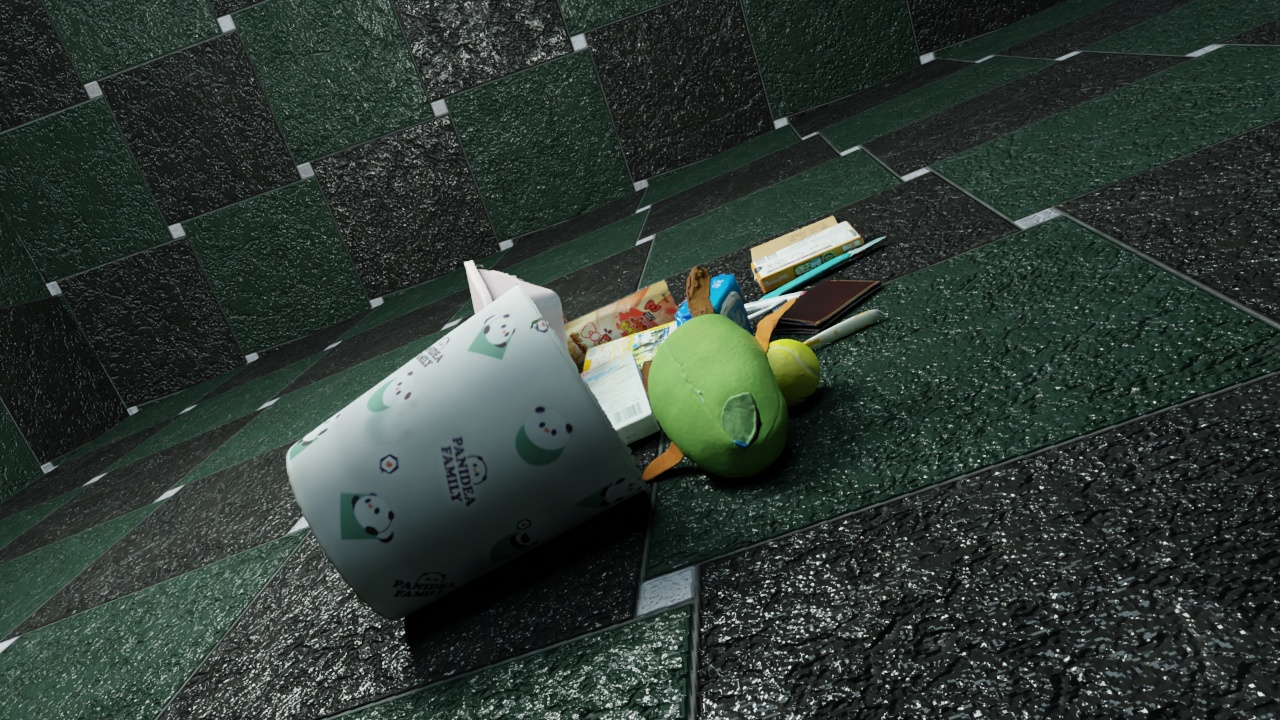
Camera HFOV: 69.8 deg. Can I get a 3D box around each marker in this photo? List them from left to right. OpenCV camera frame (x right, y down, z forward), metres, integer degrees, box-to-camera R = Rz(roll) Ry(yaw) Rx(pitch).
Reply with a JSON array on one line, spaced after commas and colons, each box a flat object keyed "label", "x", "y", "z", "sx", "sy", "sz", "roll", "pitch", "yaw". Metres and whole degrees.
[{"label": "marker", "x": 0.158, "y": -0.071, "z": 1.215, "sx": 0.146, "sy": 0.017, "sz": 0.017, "roll": -11, "pitch": 21, "yaw": 39}]

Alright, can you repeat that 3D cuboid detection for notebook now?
[{"label": "notebook", "x": 0.245, "y": -0.178, "z": 1.439, "sx": 0.148, "sy": 0.008, "sz": 0.207, "roll": -21, "pitch": 17, "yaw": 12}]

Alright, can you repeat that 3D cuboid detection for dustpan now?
[{"label": "dustpan", "x": -0.185, "y": 0.000, "z": 1.125, "sx": 0.138, "sy": 0.223, "sz": 0.274, "roll": -22, "pitch": 19, "yaw": -38}]

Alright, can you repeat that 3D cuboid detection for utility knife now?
[{"label": "utility knife", "x": 0.245, "y": -0.121, "z": 1.249, "sx": 0.205, "sy": 0.013, "sz": 0.029, "roll": -29, "pitch": 14, "yaw": -4}]

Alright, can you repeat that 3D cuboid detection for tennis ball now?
[{"label": "tennis ball", "x": 0.141, "y": 0.012, "z": 0.888, "sx": 0.065, "sy": 0.065, "sz": 0.065, "roll": -23, "pitch": 16, "yaw": 7}]

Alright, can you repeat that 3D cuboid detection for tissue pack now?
[{"label": "tissue pack", "x": 0.089, "y": -0.036, "z": 1.067, "sx": 0.052, "sy": 0.095, "sz": 0.156, "roll": -10, "pitch": 21, "yaw": 26}]

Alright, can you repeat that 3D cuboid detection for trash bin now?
[{"label": "trash bin", "x": -0.156, "y": 0.087, "z": 0.828, "sx": 0.251, "sy": 0.229, "sz": 0.229, "roll": -32, "pitch": 17, "yaw": -6}]

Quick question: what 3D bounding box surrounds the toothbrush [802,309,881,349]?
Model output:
[{"label": "toothbrush", "x": 0.176, "y": -0.014, "z": 1.011, "sx": 0.191, "sy": 0.016, "sz": 0.018, "roll": -25, "pitch": 8, "yaw": 2}]

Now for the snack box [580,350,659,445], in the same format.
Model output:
[{"label": "snack box", "x": -0.033, "y": 0.048, "z": 1.024, "sx": 0.085, "sy": 0.027, "sz": 0.156, "roll": -26, "pitch": 27, "yaw": 3}]

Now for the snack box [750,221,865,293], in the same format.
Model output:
[{"label": "snack box", "x": 0.237, "y": -0.148, "z": 1.310, "sx": 0.154, "sy": 0.026, "sz": 0.075, "roll": -23, "pitch": 25, "yaw": 7}]

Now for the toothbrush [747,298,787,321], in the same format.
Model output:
[{"label": "toothbrush", "x": 0.087, "y": -0.030, "z": 1.170, "sx": 0.221, "sy": 0.026, "sz": 0.027, "roll": -24, "pitch": -11, "yaw": 1}]

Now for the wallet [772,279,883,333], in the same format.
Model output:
[{"label": "wallet", "x": 0.220, "y": -0.068, "z": 1.112, "sx": 0.122, "sy": 0.020, "sz": 0.096, "roll": -32, "pitch": 23, "yaw": -28}]

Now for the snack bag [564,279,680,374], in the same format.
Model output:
[{"label": "snack bag", "x": -0.040, "y": -0.032, "z": 1.209, "sx": 0.208, "sy": 0.128, "sz": 0.073, "roll": -19, "pitch": 55, "yaw": 13}]

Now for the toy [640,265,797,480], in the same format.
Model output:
[{"label": "toy", "x": 0.066, "y": 0.024, "z": 0.856, "sx": 0.227, "sy": 0.090, "sz": 0.246, "roll": -56, "pitch": 30, "yaw": 18}]

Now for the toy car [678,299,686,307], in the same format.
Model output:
[{"label": "toy car", "x": 0.069, "y": -0.067, "z": 1.300, "sx": 0.122, "sy": 0.037, "sz": 0.056, "roll": -39, "pitch": 15, "yaw": -6}]

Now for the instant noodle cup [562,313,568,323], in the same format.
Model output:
[{"label": "instant noodle cup", "x": -0.137, "y": -0.021, "z": 1.339, "sx": 0.111, "sy": 0.099, "sz": 0.111, "roll": -21, "pitch": 17, "yaw": 7}]

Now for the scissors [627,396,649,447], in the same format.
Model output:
[{"label": "scissors", "x": -0.019, "y": 0.076, "z": 1.023, "sx": 0.159, "sy": 0.014, "sz": 0.175, "roll": -34, "pitch": 21, "yaw": -22}]

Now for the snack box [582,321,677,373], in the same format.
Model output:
[{"label": "snack box", "x": -0.007, "y": 0.007, "z": 1.127, "sx": 0.141, "sy": 0.034, "sz": 0.086, "roll": -19, "pitch": 41, "yaw": 26}]
